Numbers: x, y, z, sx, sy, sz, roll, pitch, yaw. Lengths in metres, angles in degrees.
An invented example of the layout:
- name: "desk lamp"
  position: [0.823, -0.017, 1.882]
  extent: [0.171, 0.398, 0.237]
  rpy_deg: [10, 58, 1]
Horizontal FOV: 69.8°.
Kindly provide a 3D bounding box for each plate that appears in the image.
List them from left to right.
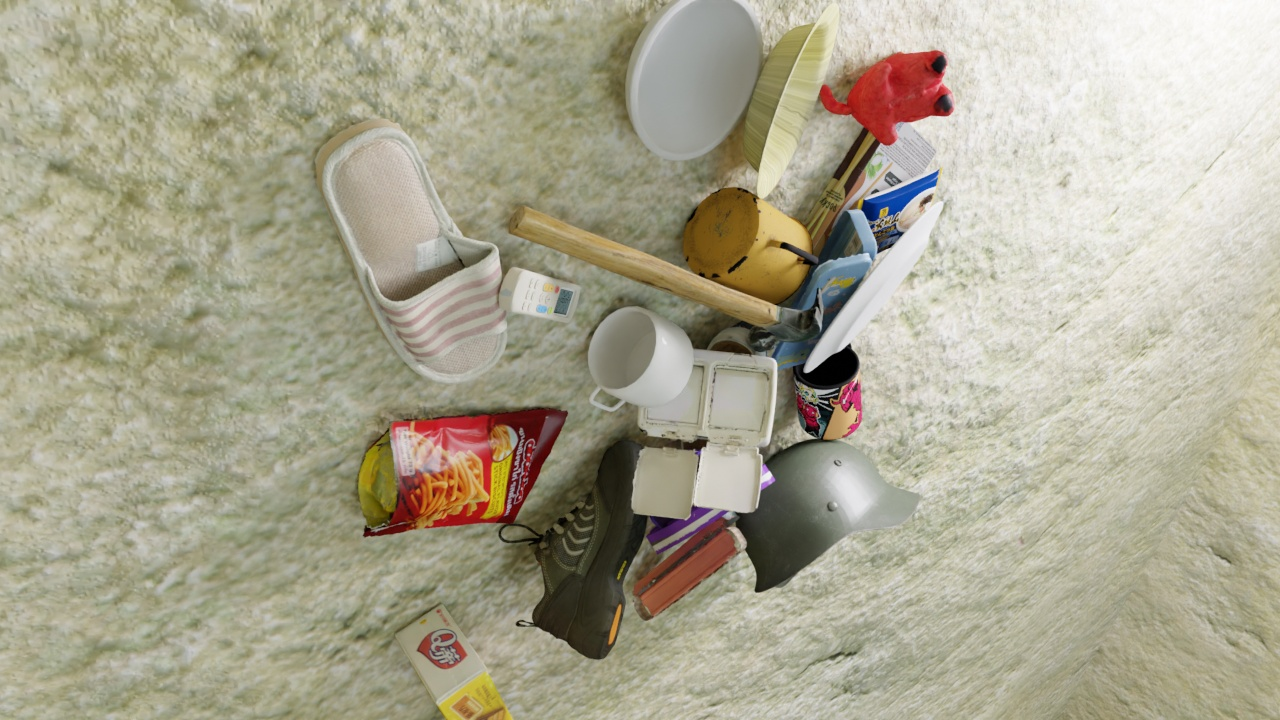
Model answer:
- name: "plate"
  position: [0.132, -0.247, 0.862]
  extent: [0.184, 0.036, 0.185]
  rpy_deg: [-59, 166, -26]
- name: "plate"
  position: [0.270, -0.076, 1.046]
  extent: [0.242, 0.016, 0.243]
  rpy_deg: [-46, 166, -16]

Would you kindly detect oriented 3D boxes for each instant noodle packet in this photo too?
- name: "instant noodle packet"
  position: [0.289, -0.165, 1.049]
  extent: [0.134, 0.026, 0.087]
  rpy_deg: [-24, 139, -26]

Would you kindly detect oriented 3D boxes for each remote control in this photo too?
- name: "remote control"
  position: [-0.089, -0.058, 0.833]
  extent: [0.125, 0.018, 0.038]
  rpy_deg: [7, 102, -69]

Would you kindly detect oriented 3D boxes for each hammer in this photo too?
- name: "hammer"
  position: [0.033, -0.076, 0.864]
  extent: [0.330, 0.132, 0.033]
  rpy_deg: [18, 73, -26]

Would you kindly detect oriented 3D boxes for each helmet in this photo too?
- name: "helmet"
  position: [0.215, 0.190, 1.192]
  extent: [0.267, 0.154, 0.228]
  rpy_deg: [-30, 170, -46]

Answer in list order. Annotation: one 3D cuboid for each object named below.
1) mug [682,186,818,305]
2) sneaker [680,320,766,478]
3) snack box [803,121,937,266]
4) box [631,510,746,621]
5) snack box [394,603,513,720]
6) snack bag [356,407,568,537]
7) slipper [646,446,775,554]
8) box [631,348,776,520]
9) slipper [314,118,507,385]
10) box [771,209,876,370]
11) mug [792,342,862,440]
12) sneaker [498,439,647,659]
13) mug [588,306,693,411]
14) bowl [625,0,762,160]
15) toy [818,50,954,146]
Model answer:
- name: "mug"
  position: [0.114, -0.113, 0.919]
  extent: [0.094, 0.124, 0.100]
  rpy_deg: [21, 85, -45]
- name: "sneaker"
  position: [0.103, 0.048, 1.082]
  extent: [0.079, 0.087, 0.236]
  rpy_deg: [-56, 158, -49]
- name: "snack box"
  position: [0.255, -0.184, 1.053]
  extent: [0.101, 0.031, 0.186]
  rpy_deg: [19, 106, -46]
- name: "box"
  position: [0.062, 0.263, 1.166]
  extent: [0.188, 0.056, 0.070]
  rpy_deg: [-44, -174, 25]
- name: "snack box"
  position: [-0.195, 0.389, 1.042]
  extent: [0.061, 0.110, 0.231]
  rpy_deg: [-31, 136, -20]
- name: "snack bag"
  position: [-0.174, 0.108, 0.908]
  extent: [0.207, 0.067, 0.139]
  rpy_deg: [0, 115, -51]
- name: "slipper"
  position: [0.055, 0.153, 1.063]
  extent: [0.107, 0.084, 0.267]
  rpy_deg: [-30, 170, -22]
- name: "box"
  position: [0.065, 0.074, 0.949]
  extent: [0.058, 0.144, 0.187]
  rpy_deg: [75, 21, -67]
- name: "slipper"
  position: [-0.175, -0.074, 0.756]
  extent: [0.115, 0.052, 0.263]
  rpy_deg: [-34, 136, -15]
- name: "box"
  position: [0.187, -0.074, 1.005]
  extent: [0.085, 0.073, 0.209]
  rpy_deg: [-18, 154, -19]
- name: "mug"
  position: [0.247, 0.026, 1.179]
  extent: [0.117, 0.082, 0.098]
  rpy_deg: [-57, 147, -35]
- name: "sneaker"
  position: [-0.075, 0.200, 1.026]
  extent: [0.101, 0.143, 0.237]
  rpy_deg: [61, 41, -68]
- name: "mug"
  position: [-0.005, 0.005, 0.929]
  extent: [0.116, 0.094, 0.068]
  rpy_deg: [-50, 141, 13]
- name: "bowl"
  position: [0.039, -0.254, 0.807]
  extent: [0.149, 0.043, 0.150]
  rpy_deg: [-25, 135, -28]
- name: "toy"
  position: [0.250, -0.278, 0.960]
  extent: [0.133, 0.094, 0.088]
  rpy_deg: [-11, 120, -1]
